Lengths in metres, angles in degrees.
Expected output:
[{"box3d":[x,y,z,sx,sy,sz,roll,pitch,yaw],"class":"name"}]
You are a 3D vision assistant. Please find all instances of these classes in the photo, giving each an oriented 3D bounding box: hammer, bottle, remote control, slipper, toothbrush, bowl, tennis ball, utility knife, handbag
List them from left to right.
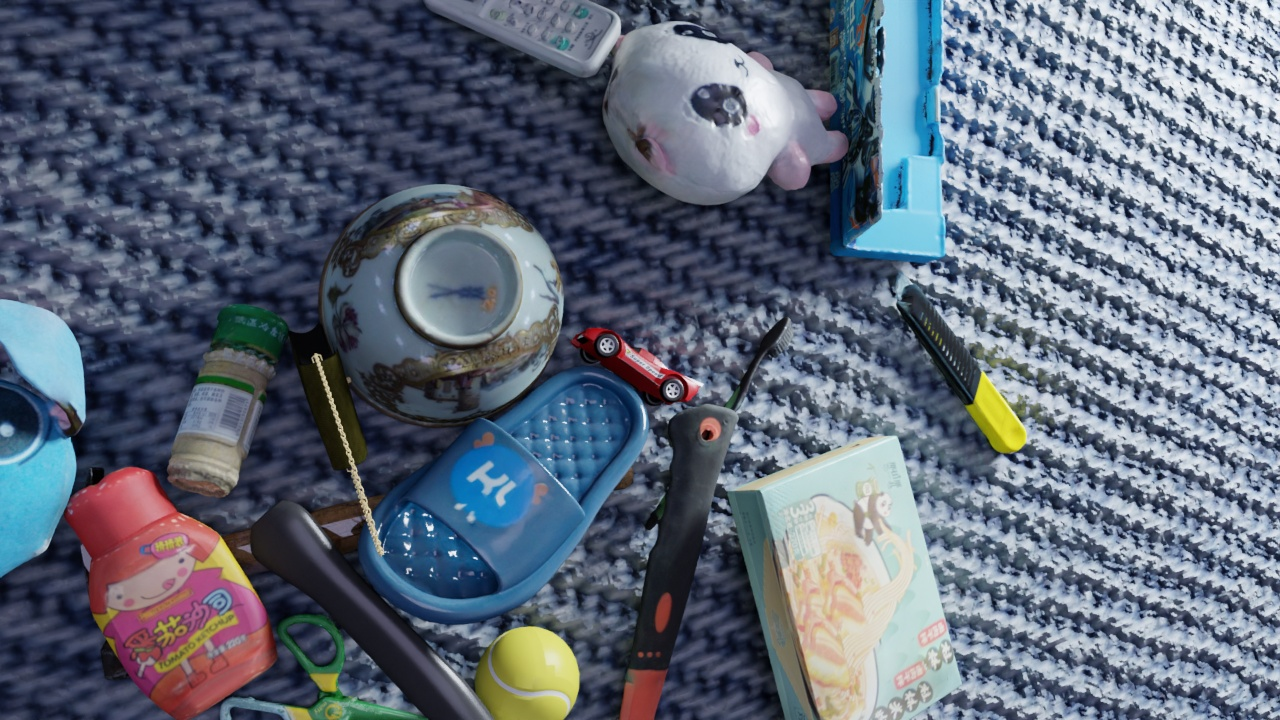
[{"box3d":[-0.257,0.122,0.497,0.071,0.048,0.134,-32,91,-19],"class":"bottle"},{"box3d":[-0.239,0.023,0.534,0.042,0.043,0.109,16,64,-17],"class":"bottle"},{"box3d":[-0.158,0.044,0.497,0.027,0.178,0.084,-18,121,-19],"class":"handbag"},{"box3d":[-0.162,0.092,0.575,0.329,0.033,0.120,-12,88,-20],"class":"hammer"},{"box3d":[-0.116,-0.039,0.567,0.159,0.094,0.160,1,86,-18],"class":"bowl"},{"box3d":[-0.106,0.199,0.532,0.125,0.029,0.311,-41,94,16],"class":"hammer"},{"box3d":[-0.079,-0.231,0.611,0.133,0.022,0.050,27,77,10],"class":"remote control"},{"box3d":[-0.069,0.074,0.554,0.104,0.059,0.213,44,54,9],"class":"slipper"},{"box3d":[-0.071,0.201,0.577,0.065,0.065,0.065,2,85,-19],"class":"tennis ball"},{"box3d":[0.010,0.191,0.618,0.133,0.033,0.333,15,83,-16],"class":"hammer"},{"box3d":[0.059,0.045,0.662,0.017,0.014,0.187,44,74,-35],"class":"toothbrush"},{"box3d":[0.249,0.002,0.725,0.028,0.020,0.174,-40,99,-19],"class":"utility knife"}]

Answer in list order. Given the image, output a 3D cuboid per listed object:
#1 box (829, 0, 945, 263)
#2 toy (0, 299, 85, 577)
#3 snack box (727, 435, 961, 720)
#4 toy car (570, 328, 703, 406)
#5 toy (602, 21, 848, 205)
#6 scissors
[{"box3d":[0.192,-0.204,0.673,0.114,0.114,0.243,2,85,-18],"class":"box"},{"box3d":[-0.386,0.051,0.458,0.191,0.099,0.224,32,89,5],"class":"toy"},{"box3d":[0.147,0.164,0.651,0.141,0.044,0.193,-15,90,-34],"class":"snack box"},{"box3d":[-0.004,0.004,0.630,0.089,0.038,0.025,35,73,-13],"class":"toy car"},{"box3d":[0.061,-0.166,0.632,0.179,0.102,0.138,-2,60,-19],"class":"toy"},{"box3d":[-0.195,0.221,0.562,0.112,0.012,0.131,-34,95,-17],"class":"scissors"}]
